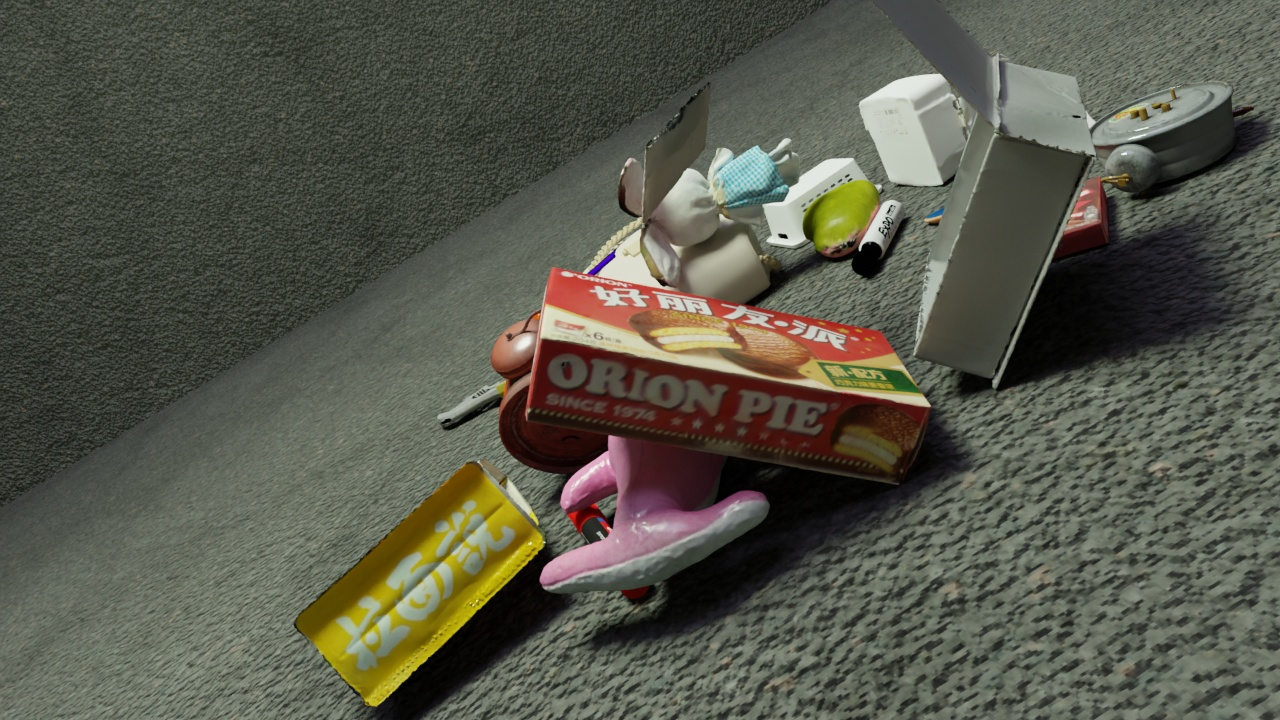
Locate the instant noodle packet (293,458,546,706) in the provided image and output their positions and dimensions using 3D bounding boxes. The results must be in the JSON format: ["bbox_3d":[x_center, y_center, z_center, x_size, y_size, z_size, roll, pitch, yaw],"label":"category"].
[{"bbox_3d":[-0.164,0.152,0.717,0.163,0.084,0.222,-45,5,-8],"label":"instant noodle packet"}]

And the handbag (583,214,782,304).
[{"bbox_3d":[0.034,-0.086,1.020,0.210,0.103,0.208,-34,27,-7],"label":"handbag"}]

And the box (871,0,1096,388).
[{"bbox_3d":[0.187,-0.178,0.580,0.150,0.369,0.166,-20,22,30],"label":"box"}]

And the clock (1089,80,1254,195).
[{"bbox_3d":[0.404,-0.174,0.722,0.147,0.056,0.104,-39,21,-27],"label":"clock"}]

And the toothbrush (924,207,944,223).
[{"bbox_3d":[0.315,-0.142,0.835,0.021,0.017,0.135,-40,21,-30],"label":"toothbrush"}]

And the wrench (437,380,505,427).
[{"bbox_3d":[-0.146,0.028,1.073,0.274,0.018,0.083,-21,15,42],"label":"wrench"}]

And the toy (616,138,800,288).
[{"bbox_3d":[0.070,-0.172,0.933,0.205,0.131,0.106,-27,15,-11],"label":"toy"}]

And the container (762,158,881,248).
[{"bbox_3d":[0.203,-0.186,1.060,0.129,0.049,0.081,-34,19,-9],"label":"container"}]

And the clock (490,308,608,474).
[{"bbox_3d":[-0.063,0.020,0.782,0.120,0.158,0.072,-5,40,-5],"label":"clock"}]

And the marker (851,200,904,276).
[{"bbox_3d":[0.231,-0.119,0.891,0.025,0.025,0.125,-15,25,38],"label":"marker"}]

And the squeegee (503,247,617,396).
[{"bbox_3d":[-0.112,0.008,0.959,0.250,0.055,0.184,-34,43,49],"label":"squeegee"}]

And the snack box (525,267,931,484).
[{"bbox_3d":[0.050,0.008,0.583,0.236,0.060,0.113,11,25,-6],"label":"snack box"}]

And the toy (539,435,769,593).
[{"bbox_3d":[0.007,0.051,0.646,0.187,0.128,0.265,-22,20,16],"label":"toy"}]

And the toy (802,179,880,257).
[{"bbox_3d":[0.206,-0.145,0.954,0.090,0.051,0.109,-23,23,29],"label":"toy"}]

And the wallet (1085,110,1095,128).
[{"bbox_3d":[0.372,-0.196,0.863,0.116,0.032,0.086,-25,23,18],"label":"wallet"}]

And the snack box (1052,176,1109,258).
[{"bbox_3d":[0.304,-0.101,0.742,0.133,0.021,0.089,-18,24,34],"label":"snack box"}]

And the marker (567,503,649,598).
[{"bbox_3d":[-0.023,0.132,0.659,0.023,0.021,0.145,-5,12,-18],"label":"marker"}]

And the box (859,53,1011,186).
[{"bbox_3d":[0.333,-0.266,0.978,0.136,0.109,0.124,-37,21,-12],"label":"box"}]
